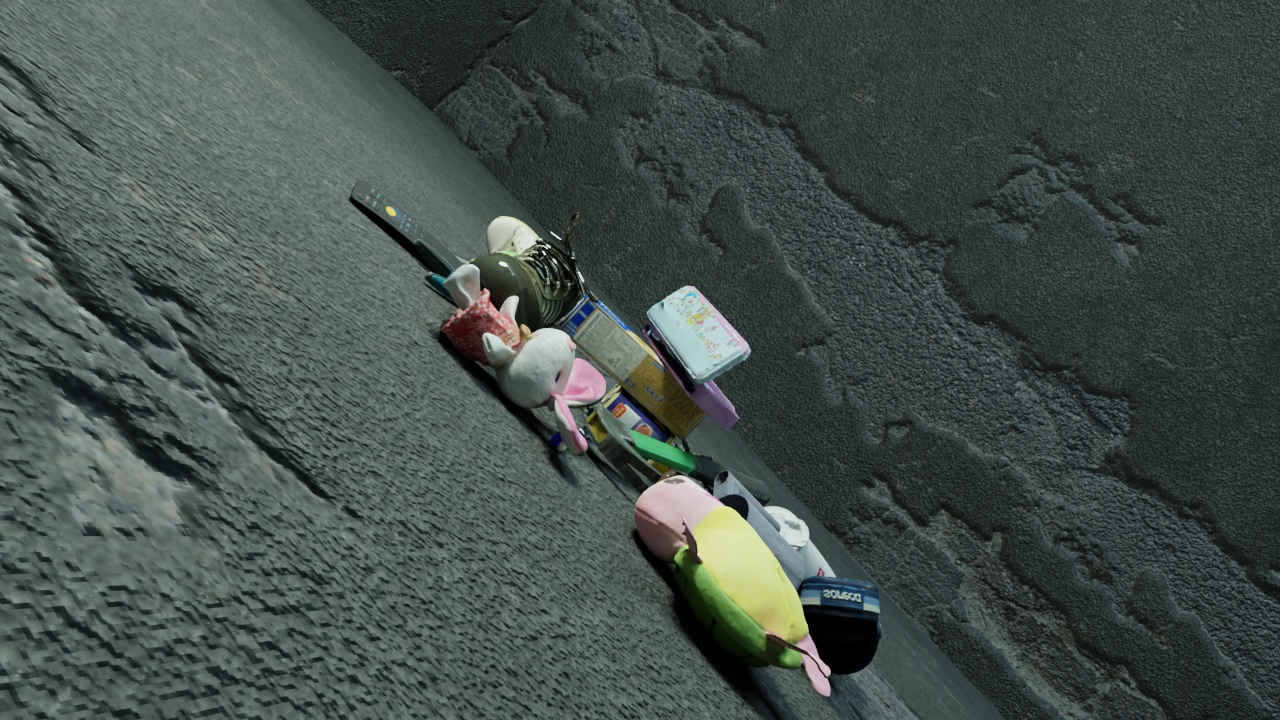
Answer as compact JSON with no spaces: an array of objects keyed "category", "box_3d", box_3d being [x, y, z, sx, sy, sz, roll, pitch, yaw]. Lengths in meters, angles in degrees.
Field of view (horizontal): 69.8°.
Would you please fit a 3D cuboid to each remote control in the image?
[{"category":"remote control","box_3d":[-0.264,-0.144,1.037,0.152,0.020,0.041,43,30,-30]}]

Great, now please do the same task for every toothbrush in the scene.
[{"category":"toothbrush","box_3d":[-0.066,0.076,0.930,0.016,0.015,0.186,42,4,5]}]

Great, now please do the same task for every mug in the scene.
[{"category":"mug","box_3d":[0.116,0.193,0.992,0.104,0.084,0.123,45,30,-22]}]

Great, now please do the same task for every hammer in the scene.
[{"category":"hammer","box_3d":[0.055,0.120,1.053,0.318,0.032,0.130,27,23,-46]}]

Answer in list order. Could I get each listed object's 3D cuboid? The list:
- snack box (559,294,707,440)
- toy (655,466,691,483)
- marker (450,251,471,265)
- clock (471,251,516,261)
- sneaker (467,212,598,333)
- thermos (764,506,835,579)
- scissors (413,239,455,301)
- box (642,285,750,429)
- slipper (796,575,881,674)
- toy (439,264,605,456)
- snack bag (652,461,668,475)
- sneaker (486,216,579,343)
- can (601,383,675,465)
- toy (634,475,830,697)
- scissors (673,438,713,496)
[{"category":"snack box","box_3d":[-0.007,0.007,1.126,0.207,0.056,0.057,43,7,-6]},{"category":"toy","box_3d":[0.056,0.165,1.074,0.102,0.042,0.054,54,24,16]},{"category":"marker","box_3d":[-0.183,-0.098,1.110,0.145,0.023,0.021,24,-12,-16]},{"category":"clock","box_3d":[-0.172,-0.097,1.169,0.094,0.043,0.119,45,36,11]},{"category":"sneaker","box_3d":[-0.100,-0.088,0.999,0.101,0.143,0.238,53,-2,2]},{"category":"thermos","box_3d":[0.194,0.260,1.158,0.220,0.099,0.099,47,3,-42]},{"category":"scissors","box_3d":[-0.202,-0.077,1.023,0.156,0.019,0.124,49,8,-7]},{"category":"box","box_3d":[0.076,-0.016,1.105,0.089,0.092,0.214,40,8,-28]},{"category":"slipper","box_3d":[0.213,0.300,1.028,0.253,0.105,0.095,69,24,-64]},{"category":"toy","box_3d":[-0.109,-0.006,0.852,0.194,0.084,0.158,46,19,-10]},{"category":"snack bag","box_3d":[0.041,0.154,1.173,0.026,0.020,0.099,44,5,-35]},{"category":"sneaker","box_3d":[-0.174,-0.126,1.373,0.241,0.089,0.102,52,15,21]},{"category":"can","box_3d":[-0.009,0.079,1.160,0.092,0.056,0.116,44,5,-4]},{"category":"toy","box_3d":[0.076,0.186,0.779,0.238,0.088,0.190,45,9,35]},{"category":"scissors","box_3d":[0.077,0.164,1.233,0.201,0.015,0.202,65,-16,-1]}]
